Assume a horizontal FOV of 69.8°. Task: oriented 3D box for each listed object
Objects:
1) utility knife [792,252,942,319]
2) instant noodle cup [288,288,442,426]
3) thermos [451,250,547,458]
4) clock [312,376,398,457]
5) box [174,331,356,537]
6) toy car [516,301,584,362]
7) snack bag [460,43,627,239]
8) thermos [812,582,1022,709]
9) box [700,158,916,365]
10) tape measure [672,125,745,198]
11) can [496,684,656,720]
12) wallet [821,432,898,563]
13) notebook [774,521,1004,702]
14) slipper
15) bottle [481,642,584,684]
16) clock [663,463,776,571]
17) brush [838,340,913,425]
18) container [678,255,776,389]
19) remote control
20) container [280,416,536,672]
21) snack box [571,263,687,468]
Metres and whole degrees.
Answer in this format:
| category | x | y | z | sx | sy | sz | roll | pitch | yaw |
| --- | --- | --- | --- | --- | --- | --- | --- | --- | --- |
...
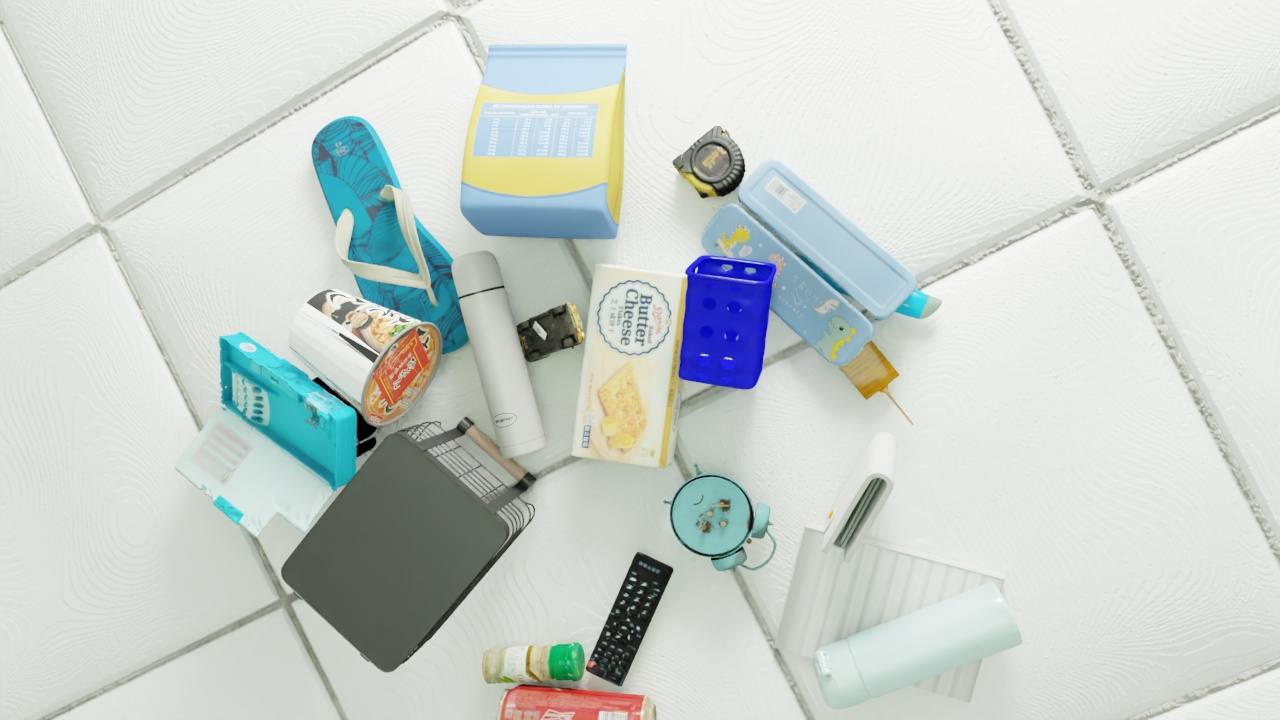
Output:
| category | x | y | z | sx | sy | sz | roll | pitch | yaw |
| --- | --- | --- | --- | --- | --- | --- | --- | --- | --- |
| utility knife | 0.226 | -0.081 | 0.959 | 0.175 | 0.015 | 0.031 | 22 | 95 | 9 |
| instant noodle cup | -0.299 | -0.012 | 0.981 | 0.122 | 0.123 | 0.124 | 29 | 97 | 16 |
| thermos | -0.155 | -0.007 | 0.999 | 0.052 | 0.052 | 0.224 | -14 | 94 | 9 |
| clock | -0.330 | 0.058 | 1.040 | 0.121 | 0.042 | 0.091 | 28 | 97 | 6 |
| box | -0.402 | 0.088 | 1.002 | 0.227 | 0.071 | 0.182 | 27 | 99 | 32 |
| toy car | -0.089 | -0.032 | 0.990 | 0.112 | 0.047 | 0.047 | -18 | 91 | 49 |
| snack bag | -0.096 | -0.237 | 0.965 | 0.159 | 0.102 | 0.205 | 3 | 81 | 9 |
| thermos | 0.277 | 0.295 | 0.938 | 0.207 | 0.065 | 0.078 | -25 | 132 | 10 |
| box | 0.170 | -0.102 | 0.947 | 0.209 | 0.034 | 0.127 | 44 | 99 | 11 |
| tape measure | 0.079 | -0.205 | 0.965 | 0.067 | 0.038 | 0.062 | -42 | 78 | 6 |
| can | -0.069 | 0.396 | 1.007 | 0.170 | 0.067 | 0.067 | 2 | 94 | 9 |
| wallet | 0.225 | 0.133 | 0.936 | 0.037 | 0.115 | 0.119 | 25 | 118 | 7 |
| notebook | 0.263 | 0.267 | 0.977 | 0.210 | 0.009 | 0.142 | 14 | 96 | 8 |
| slipper | -0.287 | -0.135 | 1.015 | 0.118 | 0.060 | 0.295 | -27 | 89 | 13 |
| bottle | -0.120 | 0.339 | 1.024 | 0.111 | 0.043 | 0.043 | -6 | 92 | 10 |
| clock | 0.089 | 0.171 | 0.976 | 0.124 | 0.053 | 0.090 | 40 | 99 | 5 |
| brush | 0.241 | 0.013 | 0.961 | 0.048 | 0.017 | 0.126 | -39 | 87 | 9 |
| container | 0.088 | -0.039 | 0.934 | 0.084 | 0.085 | 0.114 | 9 | 111 | 14 |
| remote control | -0.012 | 0.285 | 1.016 | 0.047 | 0.022 | 0.150 | 25 | 99 | 6 |
| container | -0.242 | 0.192 | 0.990 | 0.163 | 0.130 | 0.241 | 41 | 98 | 5 |
| snack box | -0.006 | 0.006 | 0.979 | 0.104 | 0.057 | 0.208 | 8 | 95 | 8 |
